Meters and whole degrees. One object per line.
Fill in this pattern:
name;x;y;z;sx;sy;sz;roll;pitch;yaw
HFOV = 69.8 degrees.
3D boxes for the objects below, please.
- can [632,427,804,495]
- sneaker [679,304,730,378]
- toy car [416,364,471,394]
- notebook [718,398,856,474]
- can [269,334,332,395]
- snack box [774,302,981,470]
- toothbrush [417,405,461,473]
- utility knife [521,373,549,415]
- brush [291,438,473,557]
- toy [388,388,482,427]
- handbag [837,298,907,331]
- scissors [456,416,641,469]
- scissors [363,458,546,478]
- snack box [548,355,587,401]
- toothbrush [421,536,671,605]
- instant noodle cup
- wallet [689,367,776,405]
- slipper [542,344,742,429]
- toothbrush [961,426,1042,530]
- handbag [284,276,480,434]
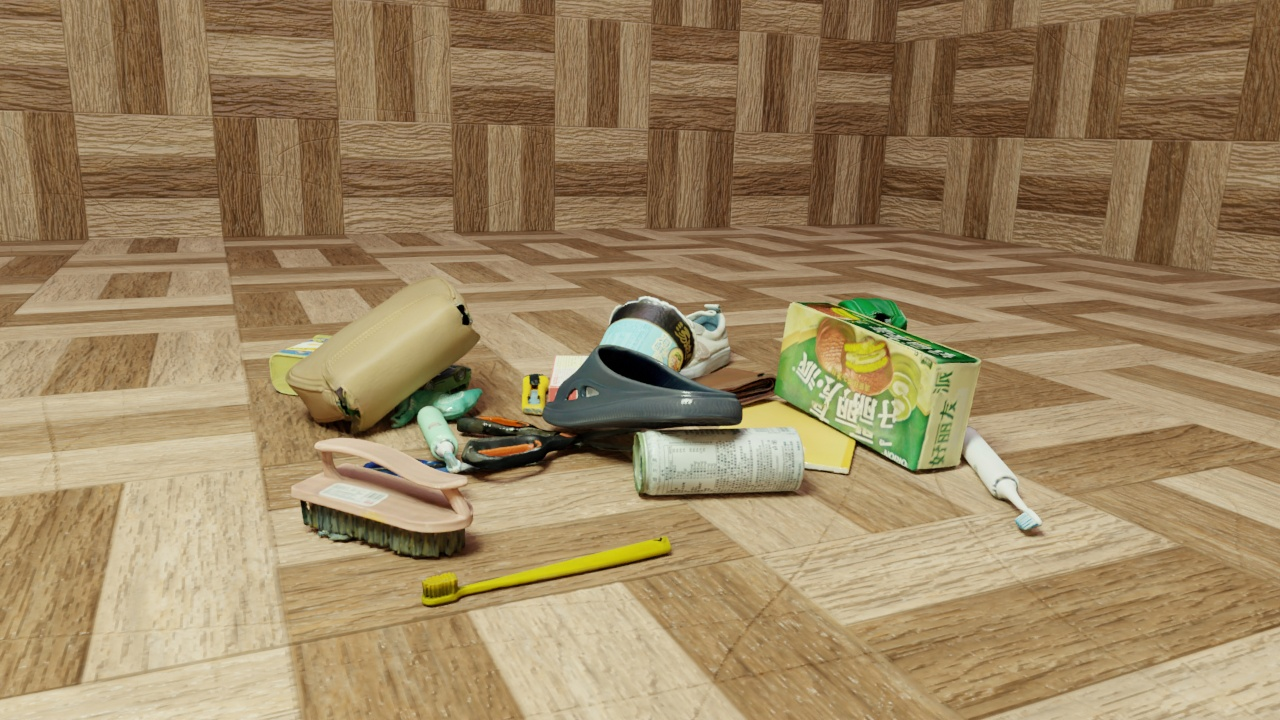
can;0.069;0.089;0.818;0.146;0.058;0.058;-1;14;-8
sneaker;0.051;-0.022;1.208;0.090;0.091;0.241;9;16;30
toy car;-0.242;0.027;1.088;0.043;0.036;0.091;14;21;36
notebook;0.159;0.076;0.985;0.146;0.010;0.205;6;14;16
can;-0.382;0.008;1.111;0.102;0.057;0.083;6;17;18
snack box;0.241;0.019;0.970;0.063;0.114;0.240;-2;18;-28
toothbrush;-0.190;0.076;0.872;0.026;0.027;0.224;-27;16;-13
utility knife;-0.125;0.038;1.099;0.033;0.015;0.153;-3;14;-6
brush;-0.192;0.104;0.703;0.146;0.073;0.063;10;15;24
toy;-0.231;0.052;1.010;0.092;0.030;0.096;1;20;17
handbag;0.273;-0.005;1.080;0.068;0.131;0.120;-3;17;-3
scissors;-0.092;0.076;0.911;0.235;0.022;0.220;7;9;28
scissors;-0.167;0.102;0.843;0.171;0.012;0.140;2;12;0
snack box;-0.072;0.023;1.140;0.077;0.027;0.155;1;14;-2
toothbrush;-0.063;0.147;0.657;0.189;0.017;0.016;-6;16;-27
instant noodle cup;-0.006;0.006;1.033;0.111;0.111;0.120;7;39;21
wallet;0.090;0.032;1.085;0.124;0.032;0.101;-13;11;-35
slipper;0.000;0.026;0.888;0.110;0.083;0.269;6;-6;-33
toothbrush;0.327;0.106;0.845;0.026;0.027;0.220;-36;8;12
handbag;-0.271;-0.004;0.996;0.204;0.100;0.148;-39;27;-19
